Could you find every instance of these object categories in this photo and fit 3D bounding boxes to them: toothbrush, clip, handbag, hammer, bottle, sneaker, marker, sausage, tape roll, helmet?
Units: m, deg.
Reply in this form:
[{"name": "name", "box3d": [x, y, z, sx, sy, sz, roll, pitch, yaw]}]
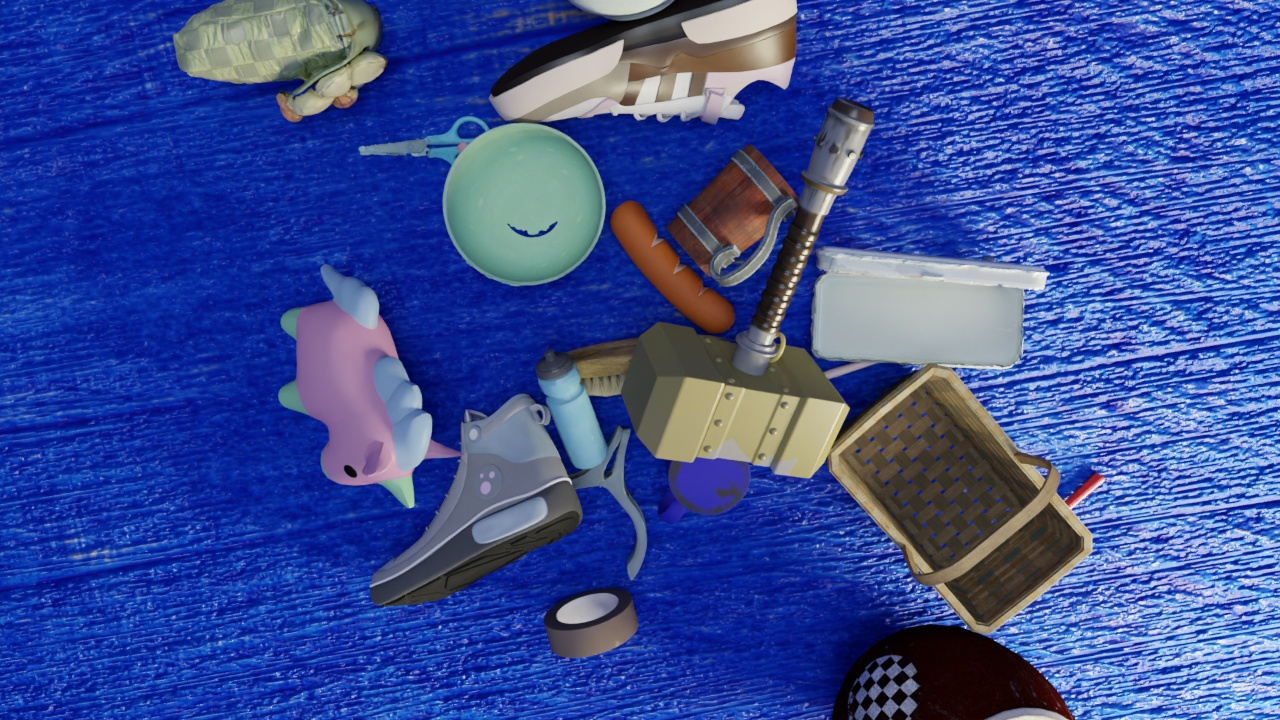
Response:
[{"name": "toothbrush", "box3d": [0.171, 0.018, 0.945, 0.181, 0.015, 0.018, -17, 93, 3]}, {"name": "clip", "box3d": [-0.033, 0.169, 0.961, 0.169, 0.031, 0.164, -41, 99, 7]}, {"name": "handbag", "box3d": [-0.328, -0.282, 0.853, 0.186, 0.113, 0.117, -7, 112, 4]}, {"name": "hammer", "box3d": [0.122, -0.066, 0.799, 0.190, 0.100, 0.326, 10, 117, -19]}, {"name": "bottle", "box3d": [-0.068, 0.045, 0.891, 0.040, 0.040, 0.130, -18, 119, 2]}, {"name": "sneaker", "box3d": [0.009, -0.261, 0.867, 0.294, 0.111, 0.116, -19, 119, 2]}, {"name": "marker", "box3d": [0.434, 0.171, 0.972, 0.142, 0.012, 0.013, -44, 97, 6]}, {"name": "sausage", "box3d": [0.030, -0.089, 0.914, 0.044, 0.039, 0.164, -42, 97, 8]}, {"name": "tape roll", "box3d": [-0.051, 0.268, 0.942, 0.094, 0.093, 0.030, -13, 99, 1]}, {"name": "helmet", "box3d": [0.309, 0.387, 0.884, 0.233, 0.253, 0.234, 26, 95, -19]}, {"name": "sneaker", "box3d": [-0.185, 0.142, 0.933, 0.257, 0.093, 0.160, -28, 68, 21]}]

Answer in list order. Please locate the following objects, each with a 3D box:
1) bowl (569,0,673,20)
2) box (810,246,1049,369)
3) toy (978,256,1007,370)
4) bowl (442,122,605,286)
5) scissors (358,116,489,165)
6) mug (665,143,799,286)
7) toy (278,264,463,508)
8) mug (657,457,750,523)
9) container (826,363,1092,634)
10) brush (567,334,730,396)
[{"name": "bowl", "box3d": [-0.009, -0.363, 0.831, 0.153, 0.153, 0.073, -19, 137, 2]}, {"name": "box", "box3d": [0.270, -0.058, 0.869, 0.211, 0.105, 0.130, 1, 89, 10]}, {"name": "toy", "box3d": [0.343, -0.049, 0.928, 0.049, 0.030, 0.112, 14, 99, -12]}, {"name": "bowl", "box3d": [-0.108, -0.149, 0.884, 0.151, 0.077, 0.151, 0, 99, 0]}, {"name": "scissors", "box3d": [-0.211, -0.211, 0.907, 0.136, 0.015, 0.055, -4, 101, -3]}, {"name": "mug", "box3d": [0.094, -0.131, 0.875, 0.111, 0.117, 0.081, -41, 133, 9]}, {"name": "toy", "box3d": [-0.265, 0.021, 0.875, 0.171, 0.120, 0.222, 6, 97, 32]}, {"name": "mug", "box3d": [0.056, 0.117, 0.924, 0.079, 0.083, 0.111, 37, 97, -6]}, {"name": "container", "box3d": [0.306, 0.136, 0.877, 0.157, 0.186, 0.250, -41, 97, 5]}, {"name": "brush", "box3d": [-0.005, 0.005, 0.918, 0.195, 0.059, 0.043, -7, 110, 5]}]
